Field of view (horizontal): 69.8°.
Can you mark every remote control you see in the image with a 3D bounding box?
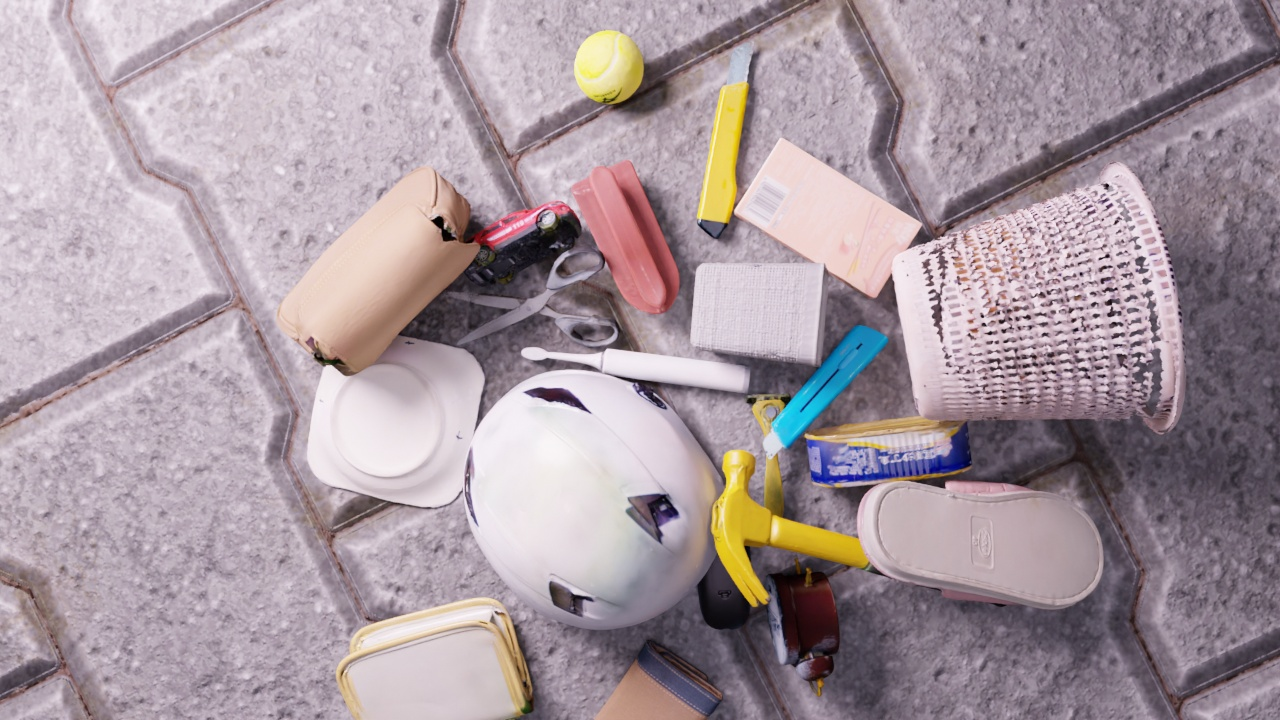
[{"bbox_3d":[0.080,0.193,0.880,0.053,0.024,0.136,-3,90,3],"label":"remote control"}]

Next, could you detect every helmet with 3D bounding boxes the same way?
[{"bbox_3d":[-0.055,0.126,0.821,0.258,0.146,0.229,45,96,7],"label":"helmet"}]

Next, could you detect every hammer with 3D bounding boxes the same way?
[{"bbox_3d":[0.203,0.176,0.826,0.300,0.033,0.128,16,63,-14],"label":"hammer"}]

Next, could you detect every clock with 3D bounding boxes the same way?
[{"bbox_3d":[0.150,0.249,0.849,0.055,0.082,0.122,-7,87,-3],"label":"clock"}]

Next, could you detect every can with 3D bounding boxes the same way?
[{"bbox_3d":[0.229,0.082,0.846,0.148,0.074,0.049,-8,93,3],"label":"can"}]

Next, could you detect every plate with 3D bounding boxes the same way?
[{"bbox_3d":[-0.244,0.057,0.894,0.163,0.034,0.164,11,92,3],"label":"plate"}]

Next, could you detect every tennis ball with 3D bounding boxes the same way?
[{"bbox_3d":[-0.029,-0.275,0.861,0.065,0.065,0.065,0,91,3],"label":"tennis ball"}]

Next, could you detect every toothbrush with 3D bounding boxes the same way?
[{"bbox_3d":[-0.005,0.005,0.882,0.221,0.026,0.026,7,90,3],"label":"toothbrush"}]

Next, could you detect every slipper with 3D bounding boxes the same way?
[{"bbox_3d":[0.301,0.162,0.817,0.274,0.055,0.114,9,70,-24],"label":"slipper"}]

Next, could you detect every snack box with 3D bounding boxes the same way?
[{"bbox_3d":[0.176,-0.134,0.870,0.157,0.026,0.084,33,92,2],"label":"snack box"}]

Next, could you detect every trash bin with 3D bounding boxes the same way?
[{"bbox_3d":[0.323,-0.037,0.783,0.192,0.227,0.227,-10,90,16],"label":"trash bin"}]

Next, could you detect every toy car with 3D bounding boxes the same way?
[{"bbox_3d":[-0.115,-0.115,0.874,0.120,0.053,0.045,-24,64,8],"label":"toy car"}]

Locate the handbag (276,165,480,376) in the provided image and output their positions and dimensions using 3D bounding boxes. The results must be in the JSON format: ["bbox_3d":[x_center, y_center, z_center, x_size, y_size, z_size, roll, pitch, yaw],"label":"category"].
[{"bbox_3d":[-0.234,-0.077,0.841,0.204,0.147,0.100,-44,120,4],"label":"handbag"}]

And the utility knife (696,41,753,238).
[{"bbox_3d":[0.084,-0.211,0.880,0.033,0.015,0.192,10,91,0],"label":"utility knife"}]

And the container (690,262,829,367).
[{"bbox_3d":[0.110,-0.043,0.840,0.114,0.090,0.090,5,89,14],"label":"container"}]

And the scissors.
[{"bbox_3d":[-0.099,-0.052,0.879,0.159,0.014,0.179,37,115,-13],"label":"scissors"}]

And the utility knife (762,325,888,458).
[{"bbox_3d":[0.169,0.029,0.862,0.034,0.018,0.161,42,82,8],"label":"utility knife"}]

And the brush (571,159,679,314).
[{"bbox_3d":[-0.009,-0.111,0.860,0.063,0.069,0.146,-24,89,4],"label":"brush"}]

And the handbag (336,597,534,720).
[{"bbox_3d":[-0.187,0.327,0.888,0.163,0.063,0.179,-16,105,4],"label":"handbag"}]

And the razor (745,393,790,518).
[{"bbox_3d":[0.125,0.098,0.877,0.043,0.028,0.132,-2,92,0],"label":"razor"}]

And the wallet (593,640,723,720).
[{"bbox_3d":[0.012,0.341,0.884,0.090,0.033,0.115,34,93,5],"label":"wallet"}]
